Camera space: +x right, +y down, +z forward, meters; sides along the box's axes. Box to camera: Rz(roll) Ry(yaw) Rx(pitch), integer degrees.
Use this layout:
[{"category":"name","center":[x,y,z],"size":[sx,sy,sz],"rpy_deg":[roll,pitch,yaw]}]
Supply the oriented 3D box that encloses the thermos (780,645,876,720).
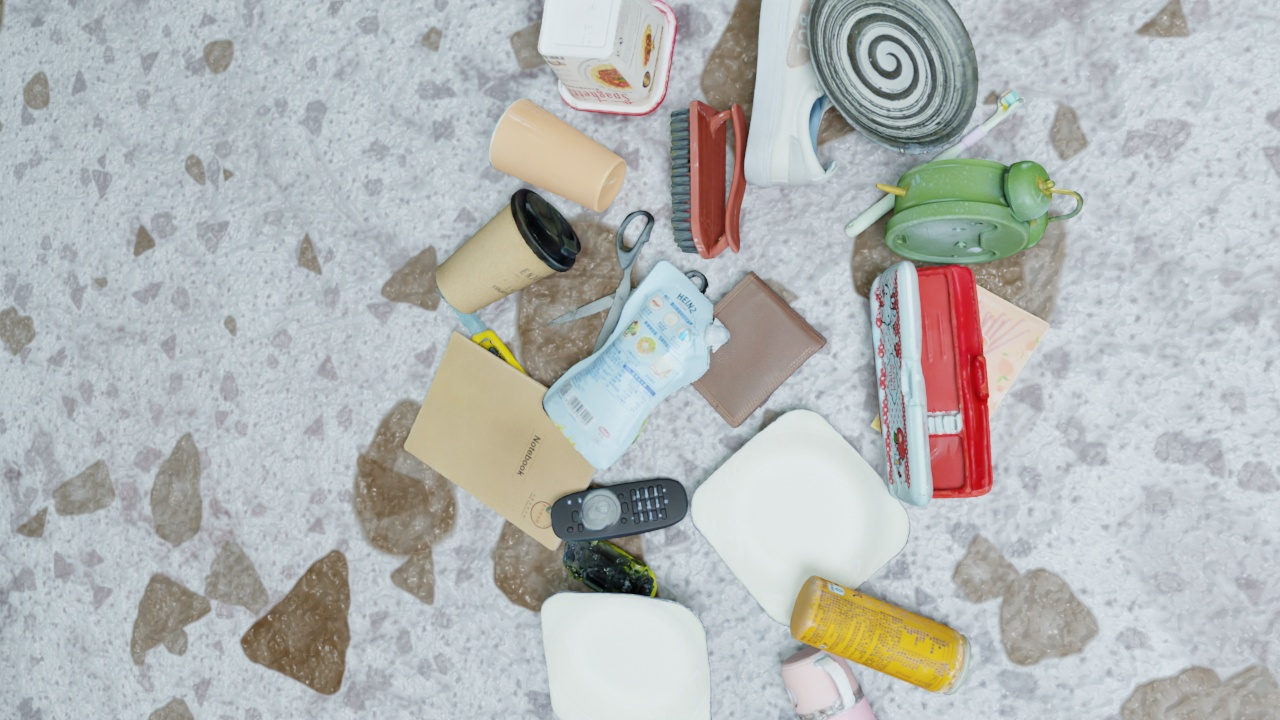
[{"category":"thermos","center":[0.192,0.350,0.806],"size":[0.067,0.087,0.198],"rpy_deg":[-20,81,-18]}]

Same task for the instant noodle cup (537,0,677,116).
[{"category":"instant noodle cup","center":[-0.036,-0.307,0.882],"size":[0.116,0.124,0.116],"rpy_deg":[10,91,18]}]

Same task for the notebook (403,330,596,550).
[{"category":"notebook","center":[-0.141,0.082,0.952],"size":[0.208,0.008,0.148],"rpy_deg":[31,105,17]}]

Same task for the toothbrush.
[{"category":"toothbrush","center":[0.264,-0.177,0.836],"size":[0.190,0.029,0.020],"rpy_deg":[-40,118,14]}]

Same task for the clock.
[{"category":"clock","center":[0.286,-0.126,0.778],"size":[0.161,0.116,0.056],"rpy_deg":[2,78,20]}]

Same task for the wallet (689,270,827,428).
[{"category":"wallet","center":[0.100,-0.009,0.878],"size":[0.125,0.032,0.101],"rpy_deg":[-46,79,12]}]

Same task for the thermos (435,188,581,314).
[{"category":"thermos","center":[-0.135,-0.106,0.929],"size":[0.143,0.093,0.093],"rpy_deg":[-30,79,22]}]

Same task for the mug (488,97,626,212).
[{"category":"mug","center":[-0.080,-0.201,0.921],"size":[0.123,0.078,0.078],"rpy_deg":[30,97,12]}]

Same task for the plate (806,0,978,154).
[{"category":"plate","center":[0.220,-0.264,0.809],"size":[0.179,0.024,0.179],"rpy_deg":[4,77,-20]}]

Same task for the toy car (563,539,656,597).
[{"category":"toy car","center":[-0.030,0.207,0.910],"size":[0.105,0.032,0.048],"rpy_deg":[25,96,28]}]

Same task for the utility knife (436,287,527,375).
[{"category":"utility knife","center":[-0.148,0.003,0.962],"size":[0.033,0.015,0.223],"rpy_deg":[-42,77,13]}]

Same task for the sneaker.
[{"category":"sneaker","center":[0.156,-0.277,0.838],"size":[0.091,0.089,0.242],"rpy_deg":[7,91,16]}]

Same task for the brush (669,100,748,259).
[{"category":"brush","center":[0.068,-0.170,0.875],"size":[0.069,0.063,0.146],"rpy_deg":[0,89,31]}]

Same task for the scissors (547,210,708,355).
[{"category":"scissors","center":[-0.013,-0.066,0.926],"size":[0.159,0.014,0.181],"rpy_deg":[14,95,20]}]

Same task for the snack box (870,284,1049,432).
[{"category":"snack box","center":[0.283,0.015,0.818],"size":[0.084,0.026,0.157],"rpy_deg":[32,97,16]}]

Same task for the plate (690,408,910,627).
[{"category":"plate","center":[0.147,0.145,0.853],"size":[0.164,0.034,0.164],"rpy_deg":[-43,76,12]}]

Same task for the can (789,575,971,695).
[{"category":"can","center":[0.207,0.239,0.797],"size":[0.146,0.058,0.058],"rpy_deg":[21,95,-1]}]

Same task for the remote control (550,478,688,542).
[{"category":"remote control","center":[-0.020,0.148,0.904],"size":[0.136,0.024,0.053],"rpy_deg":[-10,70,4]}]

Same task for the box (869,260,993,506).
[{"category":"box","center":[0.239,0.018,0.765],"size":[0.095,0.100,0.201],"rpy_deg":[-5,86,20]}]

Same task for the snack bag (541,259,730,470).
[{"category":"snack bag","center":[-0.005,0.005,0.878],"size":[0.191,0.039,0.110],"rpy_deg":[-47,59,9]}]

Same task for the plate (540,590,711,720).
[{"category":"plate","center":[-0.011,0.286,0.879],"size":[0.164,0.034,0.164],"rpy_deg":[2,111,15]}]
